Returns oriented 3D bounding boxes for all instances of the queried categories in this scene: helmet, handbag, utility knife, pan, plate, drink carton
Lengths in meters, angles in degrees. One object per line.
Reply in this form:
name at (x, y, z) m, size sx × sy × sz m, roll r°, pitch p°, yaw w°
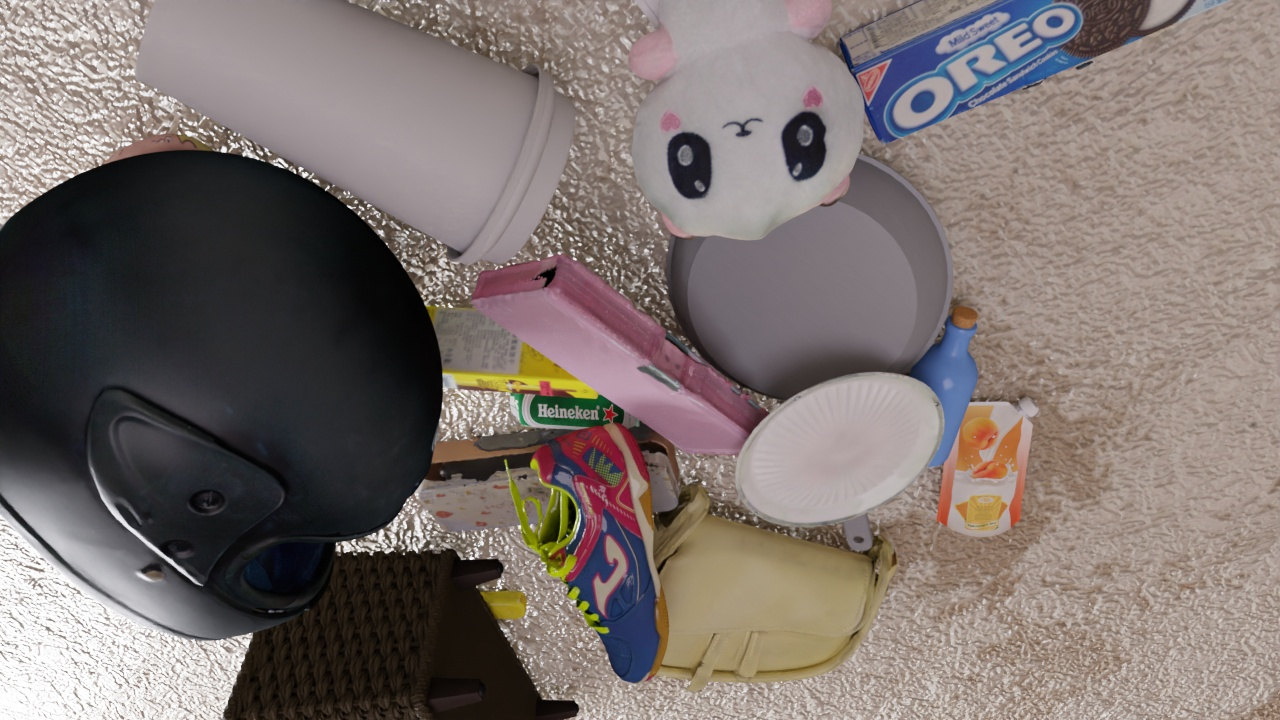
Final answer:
helmet at (-0.241, 0.022, 0.577) m, size 0.236 × 0.248 × 0.316 m, roll -22°, pitch 123°, yaw 5°
handbag at (0.093, 0.211, 0.822) m, size 0.233 × 0.088 × 0.191 m, roll 15°, pitch 122°, yaw -5°
utility knife at (-0.218, 0.243, 0.911) m, size 0.213 × 0.020 × 0.029 m, roll -2°, pitch 125°, yaw 5°
pan at (0.135, 0.017, 0.679) m, size 0.201 × 0.050 × 0.357 m, roll -7°, pitch 117°, yaw 21°
plate at (0.142, 0.065, 0.662) m, size 0.157 × 0.014 × 0.157 m, roll -8°, pitch 131°, yaw -9°
drink carton at (0.282, 0.084, 0.749) m, size 0.069 × 0.038 × 0.122 m, roll -2°, pitch 119°, yaw 8°

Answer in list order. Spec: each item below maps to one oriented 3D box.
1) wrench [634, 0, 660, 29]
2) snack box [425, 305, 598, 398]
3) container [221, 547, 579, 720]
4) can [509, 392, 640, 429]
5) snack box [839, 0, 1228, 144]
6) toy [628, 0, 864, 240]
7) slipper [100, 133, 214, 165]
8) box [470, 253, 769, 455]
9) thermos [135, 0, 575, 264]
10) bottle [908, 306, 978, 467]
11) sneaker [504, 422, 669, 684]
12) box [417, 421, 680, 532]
wrench at (-0.012, -0.228, 0.515) m, size 0.047 × 0.009 × 0.273 m, roll -35°, pitch 133°, yaw 16°
snack box at (-0.103, -0.007, 0.695) m, size 0.149 × 0.061 × 0.026 m, roll 4°, pitch 147°, yaw 2°
container at (-0.195, 0.331, 0.863) m, size 0.205 × 0.176 × 0.321 m, roll -10°, pitch 130°, yaw 9°
can at (-0.050, 0.028, 0.722) m, size 0.101 × 0.053 × 0.053 m, roll 3°, pitch 126°, yaw 3°
snack box at (0.234, -0.203, 0.530) m, size 0.227 × 0.059 × 0.059 m, roll -20°, pitch 125°, yaw 18°
toy at (0.057, -0.159, 0.535) m, size 0.139 × 0.101 × 0.180 m, roll -10°, pitch 120°, yaw 9°
slipper at (-0.377, -0.093, 0.650) m, size 0.197 × 0.081 × 0.093 m, roll -35°, pitch 136°, yaw 1°
box at (-0.004, 0.003, 0.632) m, size 0.098 × 0.037 × 0.232 m, roll -3°, pitch 150°, yaw 47°
thermos at (-0.161, -0.150, 0.536) m, size 0.221 × 0.131 × 0.132 m, roll 22°, pitch 125°, yaw -25°
bottle at (0.227, 0.018, 0.694) m, size 0.048 × 0.048 × 0.131 m, roll 6°, pitch 126°, yaw 0°
sneaker at (-0.040, 0.161, 0.720) m, size 0.091 × 0.116 × 0.242 m, roll -15°, pitch 117°, yaw -18°
box at (-0.076, 0.099, 0.781) m, size 0.216 × 0.062 × 0.081 m, roll -7°, pitch 129°, yaw 11°
